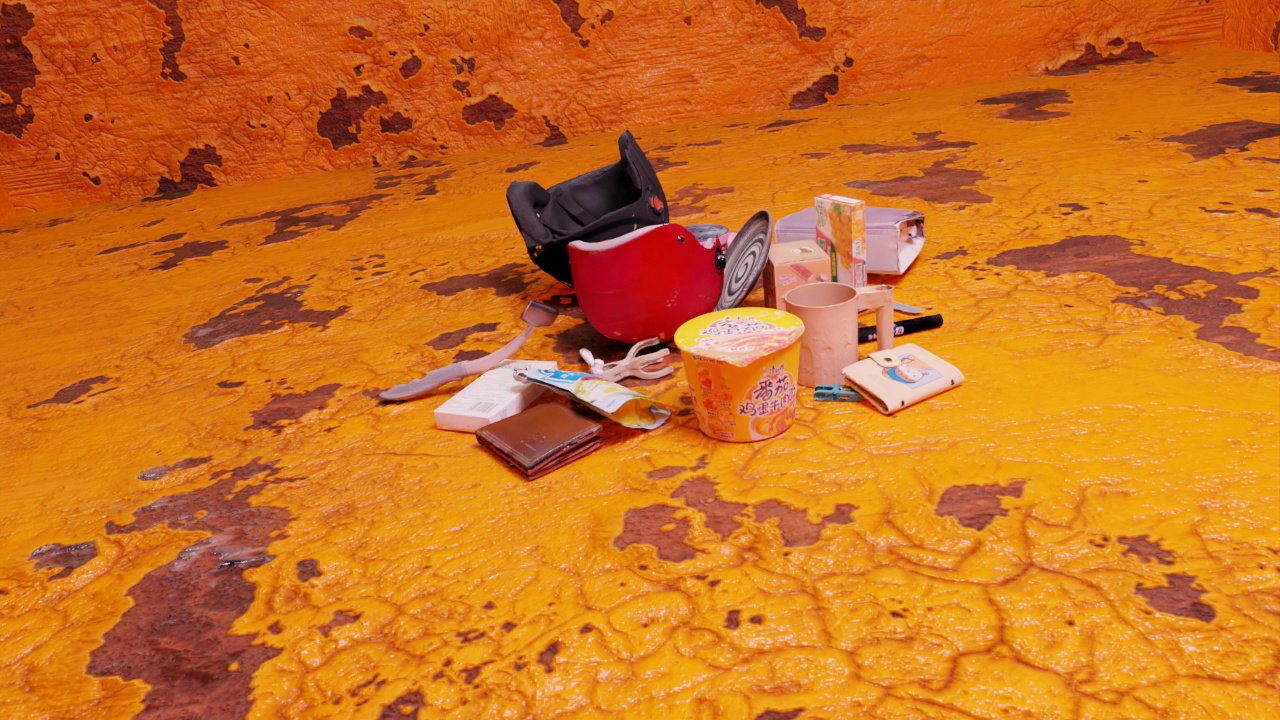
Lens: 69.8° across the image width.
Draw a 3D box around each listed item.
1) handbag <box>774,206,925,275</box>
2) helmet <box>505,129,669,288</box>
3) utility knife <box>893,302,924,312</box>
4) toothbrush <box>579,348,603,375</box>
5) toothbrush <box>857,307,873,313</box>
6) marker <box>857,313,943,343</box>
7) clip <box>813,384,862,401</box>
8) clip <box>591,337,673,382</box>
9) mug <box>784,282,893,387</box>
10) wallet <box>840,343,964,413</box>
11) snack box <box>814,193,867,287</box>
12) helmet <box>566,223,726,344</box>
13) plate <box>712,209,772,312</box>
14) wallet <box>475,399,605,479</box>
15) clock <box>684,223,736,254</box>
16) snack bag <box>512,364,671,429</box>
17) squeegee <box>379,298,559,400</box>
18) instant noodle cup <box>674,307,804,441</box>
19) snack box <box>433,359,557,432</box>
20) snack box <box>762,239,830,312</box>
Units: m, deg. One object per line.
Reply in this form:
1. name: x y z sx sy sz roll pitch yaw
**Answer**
1. handbag: 0.325 -0.187 1.421 0.197 0.098 0.144 7 28 33
2. helmet: -0.066 -0.215 1.452 0.234 0.230 0.274 -21 31 19
3. utility knife: 0.314 -0.093 1.311 0.029 0.013 0.217 -26 29 -29
4. toothbrush: -0.063 -0.003 1.170 0.016 0.016 0.180 14 5 -11
5. toothbrush: 0.263 -0.058 1.237 0.189 0.014 0.018 -20 16 -19
6. marker: 0.324 -0.041 1.178 0.132 0.020 0.022 -11 6 -9
7. clip: 0.223 0.037 1.036 0.056 0.014 0.043 3 26 18
8. clip: -0.003 0.008 1.151 0.102 0.035 0.093 -28 29 -31
9. mug: 0.234 -0.032 1.077 0.125 0.104 0.084 -5 23 5
10. wallet: 0.291 0.017 1.032 0.115 0.024 0.087 -19 43 -24
11. snack box: 0.278 -0.148 1.268 0.027 0.156 0.077 -19 26 -25
12. helmet: 0.018 -0.092 1.244 0.207 0.144 0.239 -7 -6 32
13. plate: 0.143 -0.127 1.287 0.024 0.180 0.179 26 20 -12
14. wallet: -0.112 0.084 1.013 0.101 0.032 0.125 -24 27 -29
15. clock: 0.109 -0.185 1.539 0.159 0.060 0.117 10 27 39
16. snack bag: -0.061 0.036 1.069 0.110 0.039 0.191 -3 16 -44
17. squeegee: -0.220 0.001 1.179 0.249 0.040 0.247 -27 -1 3
18. instant noodle cup: 0.110 0.017 0.996 0.138 0.110 0.137 -6 23 2
19. snack box: -0.175 0.042 1.134 0.085 0.027 0.156 3 25 26
20. snack box: 0.216 -0.107 1.272 0.077 0.094 0.092 -8 23 -1
